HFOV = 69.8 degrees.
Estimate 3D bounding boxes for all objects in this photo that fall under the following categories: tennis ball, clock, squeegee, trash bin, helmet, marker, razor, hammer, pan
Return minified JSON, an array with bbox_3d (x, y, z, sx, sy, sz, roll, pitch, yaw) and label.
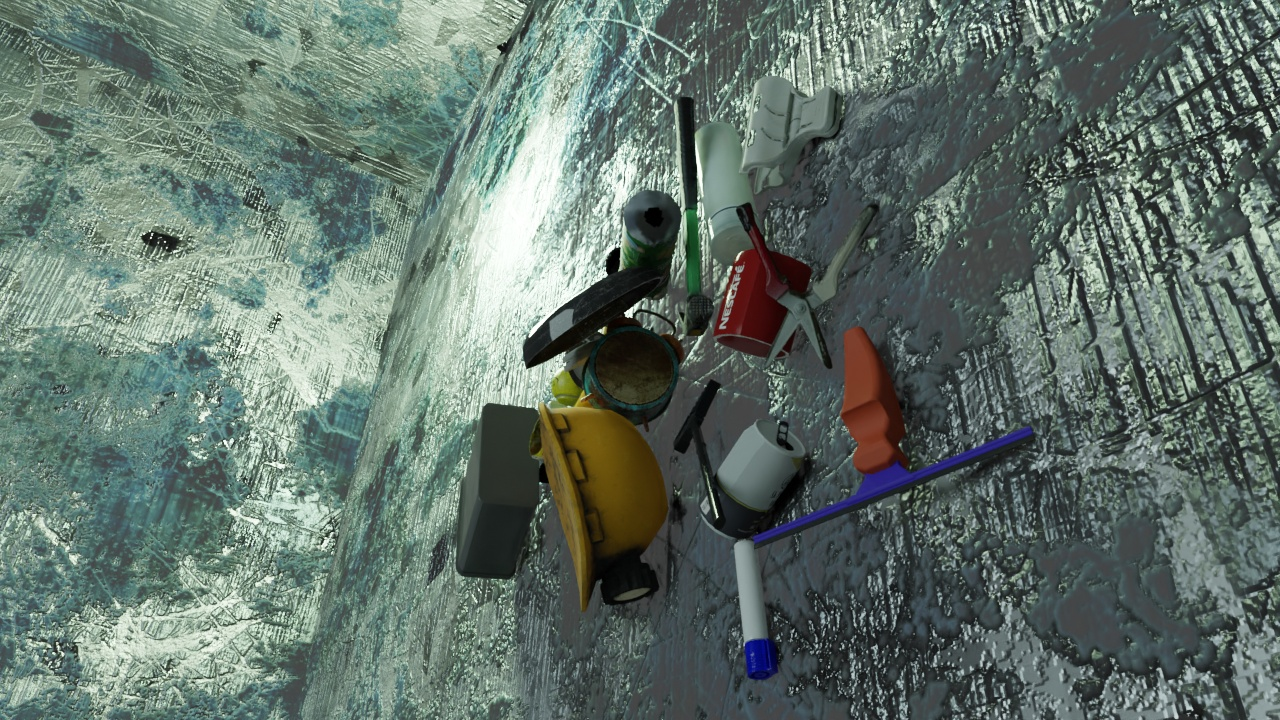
[{"bbox_3d":[-0.107,0.039,1.432,0.066,0.065,0.065,-46,33,42],"label":"tennis ball"},{"bbox_3d":[-0.066,0.005,1.371,0.122,0.043,0.091,54,135,18],"label":"clock"},{"bbox_3d":[0.200,0.046,0.794,0.250,0.055,0.184,-30,43,31],"label":"squeegee"},{"bbox_3d":[-0.007,0.006,1.179,0.073,0.121,0.157,113,-179,-66],"label":"clock"},{"bbox_3d":[-0.224,0.207,1.439,0.220,0.097,0.191,113,159,-46],"label":"trash bin"},{"bbox_3d":[-0.037,0.159,1.105,0.206,0.131,0.255,97,158,-62],"label":"helmet"},{"bbox_3d":[0.109,0.236,0.878,0.027,0.023,0.133,-28,43,27],"label":"marker"},{"bbox_3d":[-0.002,-0.126,1.362,0.057,0.060,0.156,-55,46,5],"label":"razor"},{"bbox_3d":[0.070,0.099,0.952,0.095,0.015,0.324,-62,7,11],"label":"hammer"},{"bbox_3d":[-0.055,-0.060,1.218,0.208,0.040,0.356,-34,-2,7],"label":"pan"},{"bbox_3d":[-0.089,0.080,1.331,0.325,0.127,0.029,-58,34,40],"label":"hammer"},{"bbox_3d":[0.063,-0.185,1.165,0.130,0.032,0.318,96,172,-75],"label":"hammer"}]

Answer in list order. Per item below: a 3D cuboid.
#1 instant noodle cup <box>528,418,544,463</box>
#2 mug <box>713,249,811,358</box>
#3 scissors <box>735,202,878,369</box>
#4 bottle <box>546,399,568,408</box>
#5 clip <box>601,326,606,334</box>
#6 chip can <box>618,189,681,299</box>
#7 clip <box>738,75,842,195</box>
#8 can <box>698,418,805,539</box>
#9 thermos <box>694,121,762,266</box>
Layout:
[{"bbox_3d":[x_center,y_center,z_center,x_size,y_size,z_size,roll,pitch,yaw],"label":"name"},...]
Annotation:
[{"bbox_3d":[-0.093,0.121,1.287,0.102,0.108,0.102,-46,31,39],"label":"instant noodle cup"},{"bbox_3d":[0.126,-0.058,1.005,0.116,0.080,0.096,169,118,-70],"label":"mug"},{"bbox_3d":[0.173,-0.093,0.932,0.179,0.015,0.199,-30,75,6],"label":"scissors"},{"bbox_3d":[-0.158,0.120,1.508,0.116,0.041,0.041,-57,27,27],"label":"bottle"},{"bbox_3d":[-0.045,-0.030,1.404,0.048,0.046,0.054,103,180,-72],"label":"clip"},{"bbox_3d":[0.010,-0.146,1.190,0.223,0.075,0.075,101,-176,-77],"label":"chip can"},{"bbox_3d":[0.167,-0.280,1.095,0.151,0.110,0.126,145,137,-68],"label":"clip"},{"bbox_3d":[0.113,0.114,0.913,0.127,0.064,0.064,-59,26,22],"label":"can"},{"bbox_3d":[0.109,-0.218,1.178,0.068,0.068,0.229,-50,32,38],"label":"thermos"}]
